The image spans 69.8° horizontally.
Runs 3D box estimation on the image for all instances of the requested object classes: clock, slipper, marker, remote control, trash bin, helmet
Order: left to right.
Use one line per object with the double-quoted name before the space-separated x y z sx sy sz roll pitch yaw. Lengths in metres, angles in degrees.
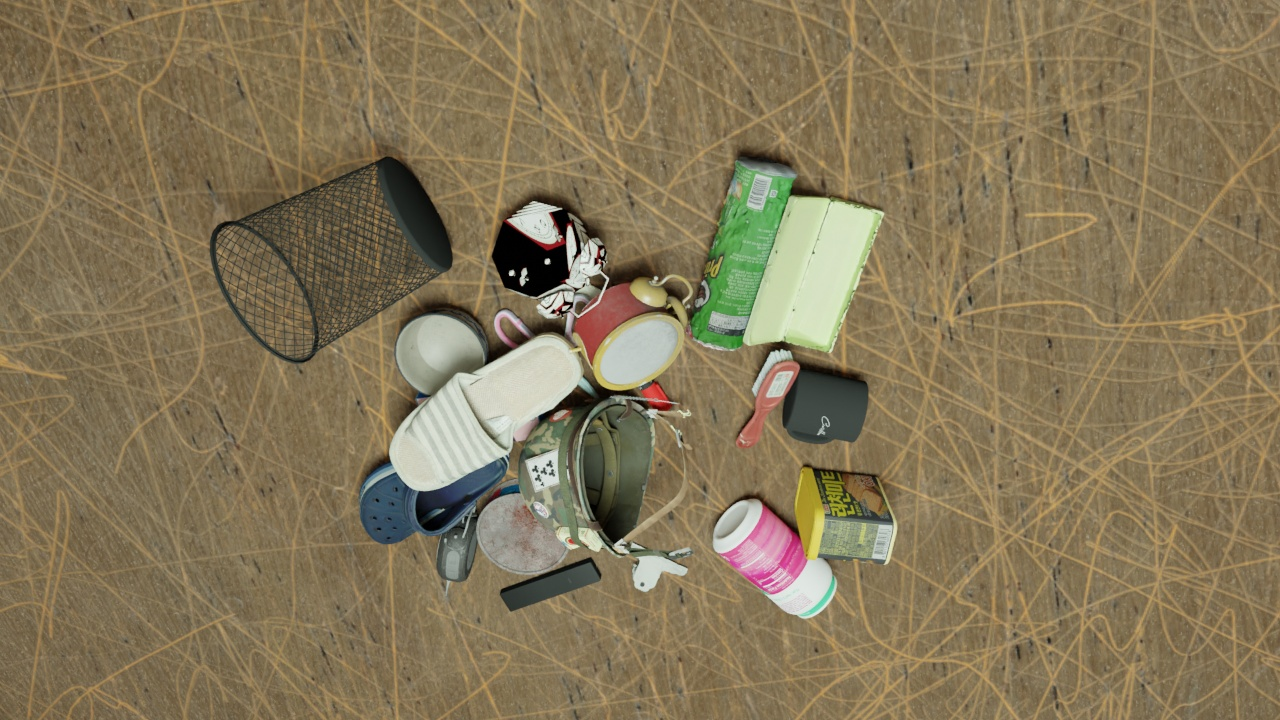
"trash bin" -0.346 -0.124 1.063 0.210 0.184 0.184 -25 109 8
"slipper" -0.280 0.177 1.207 0.253 0.095 0.105 -32 129 23
"clock" -0.251 0.251 1.254 0.044 0.091 0.123 10 119 0
"slipper" -0.190 0.064 1.117 0.273 0.054 0.114 -36 92 8
"remote control" -0.129 0.322 1.316 0.150 0.013 0.034 -22 109 14
"clock" -0.103 -0.114 1.063 0.154 0.065 0.115 42 98 22
"helmet" -0.036 0.141 1.127 0.236 0.192 0.225 10 153 10
"clock" -0.007 -0.046 1.087 0.159 0.081 0.117 -42 144 11
"marker" -0.007 0.007 1.169 0.023 0.021 0.145 -36 107 -6

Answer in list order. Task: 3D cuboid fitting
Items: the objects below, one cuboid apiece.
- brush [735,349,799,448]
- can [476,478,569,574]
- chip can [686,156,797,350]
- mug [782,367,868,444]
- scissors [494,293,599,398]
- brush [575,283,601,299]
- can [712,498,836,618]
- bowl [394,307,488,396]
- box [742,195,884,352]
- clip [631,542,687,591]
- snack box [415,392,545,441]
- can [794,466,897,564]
"brush" 0.154 0.050 1.153 0.041 0.030 0.173 -2 139 -19
"can" -0.157 0.228 1.262 0.130 0.044 0.130 2 113 4
"chip can" 0.116 -0.125 1.074 0.075 0.075 0.224 15 112 -2
"mug" 0.225 0.066 1.151 0.088 0.078 0.114 12 139 0
"scissors" -0.100 -0.019 1.165 0.168 0.014 0.170 -39 103 25
"brush" -0.079 -0.093 1.138 0.217 0.012 0.033 26 112 -5
"can" 0.179 0.264 1.226 0.166 0.088 0.088 42 110 -13
"bowl" -0.245 -0.015 1.158 0.115 0.059 0.116 2 113 4
"box" 0.199 -0.102 1.087 0.140 0.048 0.188 1 117 -27
"clip" 0.010 0.293 1.292 0.101 0.041 0.054 27 94 -6
"snack box" -0.207 0.068 1.201 0.154 0.033 0.088 -9 117 9
"can" 0.259 0.198 1.169 0.101 0.130 0.073 6 113 -1
